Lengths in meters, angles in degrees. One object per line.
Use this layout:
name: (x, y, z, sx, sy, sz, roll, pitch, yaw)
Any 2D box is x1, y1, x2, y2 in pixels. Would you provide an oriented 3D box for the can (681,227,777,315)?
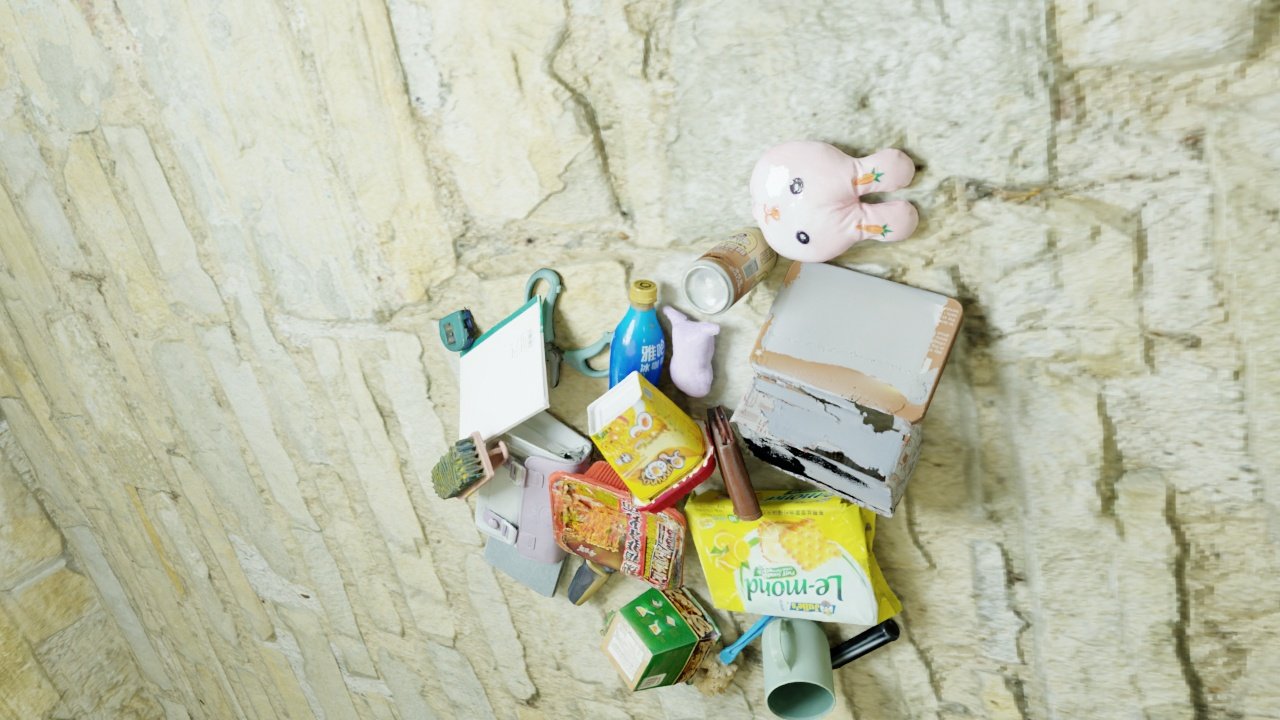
can: (0.092, -0.092, 0.930, 0.058, 0.116, 0.059, 16, 123, 26)

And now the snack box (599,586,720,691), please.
snack box: (0.018, 0.374, 1.220, 0.117, 0.105, 0.118, 45, 127, 34)

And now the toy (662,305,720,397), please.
toy: (0.056, -0.006, 1.055, 0.084, 0.038, 0.108, 27, 134, 37)

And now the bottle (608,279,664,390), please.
bottle: (-0.006, 0.006, 1.088, 0.065, 0.065, 0.219, 22, 125, 23)

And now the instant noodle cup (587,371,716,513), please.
instant noodle cup: (0.007, 0.089, 1.044, 0.116, 0.116, 0.123, -37, 112, 11)

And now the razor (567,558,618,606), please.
razor: (-0.063, 0.304, 1.305, 0.067, 0.062, 0.168, 18, 137, -13)

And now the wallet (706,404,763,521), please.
wallet: (0.103, 0.115, 1.043, 0.032, 0.124, 0.101, -17, 108, 1)

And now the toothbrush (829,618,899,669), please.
toothbrush: (0.242, 0.374, 1.145, 0.213, 0.026, 0.027, -49, 62, 41)

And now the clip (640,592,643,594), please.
clip: (0.001, 0.356, 1.305, 0.014, 0.045, 0.057, 16, 125, 24)

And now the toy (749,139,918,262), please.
toy: (0.182, -0.155, 0.879, 0.160, 0.054, 0.121, -2, 114, 27)

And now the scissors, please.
scissors: (-0.099, -0.042, 1.156, 0.171, 0.019, 0.181, -12, 108, 40)

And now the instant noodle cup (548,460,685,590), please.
instant noodle cup: (-0.023, 0.203, 1.178, 0.189, 0.078, 0.165, 16, 135, 15)

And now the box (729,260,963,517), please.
box: (0.212, 0.031, 0.945, 0.181, 0.197, 0.157, 20, 166, 24)

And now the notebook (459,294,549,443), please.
notebook: (-0.182, 0.022, 1.182, 0.210, 0.012, 0.150, -29, 58, 46)

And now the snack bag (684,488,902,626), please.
snack bag: (0.173, 0.222, 1.081, 0.247, 0.068, 0.158, -5, 111, 36)

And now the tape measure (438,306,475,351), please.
tape measure: (-0.252, -0.039, 1.250, 0.058, 0.025, 0.054, -20, 84, 41)

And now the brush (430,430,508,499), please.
brush: (-0.224, 0.143, 1.195, 0.146, 0.072, 0.063, -41, 68, 54)

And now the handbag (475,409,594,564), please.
handbag: (-0.146, 0.172, 1.260, 0.145, 0.098, 0.197, 24, 127, 15)

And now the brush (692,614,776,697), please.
brush: (0.133, 0.372, 1.216, 0.083, 0.045, 0.255, 46, 128, 10)

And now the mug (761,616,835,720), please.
mug: (0.183, 0.358, 1.106, 0.082, 0.106, 0.112, -23, 122, 20)

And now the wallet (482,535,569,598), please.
wallet: (-0.170, 0.288, 1.376, 0.130, 0.036, 0.107, 28, 117, 18)
